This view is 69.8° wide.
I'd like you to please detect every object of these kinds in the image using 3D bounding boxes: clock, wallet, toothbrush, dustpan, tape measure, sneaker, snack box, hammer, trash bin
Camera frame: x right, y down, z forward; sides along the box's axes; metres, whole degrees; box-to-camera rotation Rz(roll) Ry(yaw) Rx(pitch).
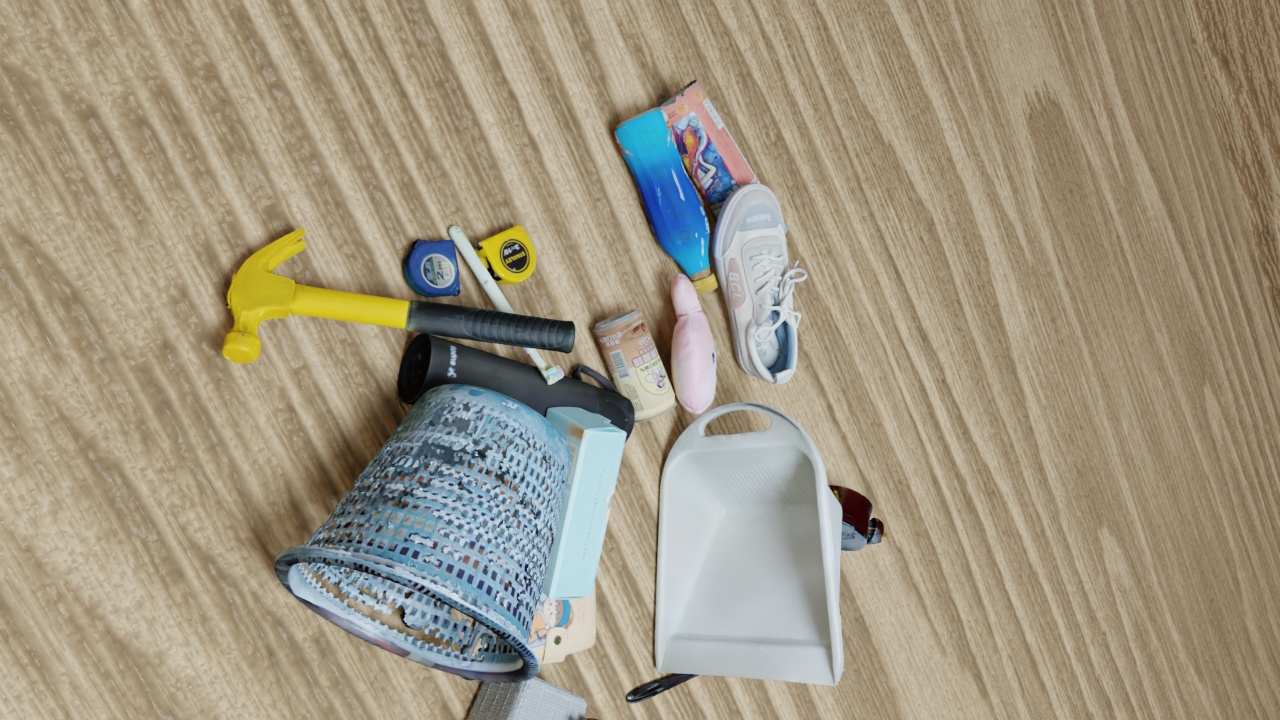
[{"bbox_3d":[0.263,0.209,1.180,0.122,0.082,0.055,40,55,-24],"label":"clock"},{"bbox_3d":[-0.092,0.263,0.929,0.115,0.024,0.087,2,81,-47],"label":"wallet"},{"bbox_3d":[0.057,0.355,1.043,0.180,0.018,0.015,-9,95,-36],"label":"toothbrush"},{"bbox_3d":[0.104,0.186,0.980,0.142,0.223,0.257,50,46,-35],"label":"dustpan"},{"bbox_3d":[-0.204,-0.089,0.896,0.054,0.025,0.058,-7,84,-36],"label":"tape measure"},{"bbox_3d":[0.144,-0.085,1.082,0.089,0.091,0.242,-13,109,-13],"label":"sneaker"},{"bbox_3d":[-0.069,0.137,0.892,0.051,0.074,0.175,7,100,-35],"label":"snack box"},{"bbox_3d":[-0.206,-0.041,0.819,0.300,0.033,0.128,8,60,-17],"label":"hammer"},{"bbox_3d":[-0.136,-0.058,0.911,0.189,0.020,0.029,55,29,8],"label":"toothbrush"},{"bbox_3d":[-0.159,0.138,0.785,0.226,0.227,0.194,41,52,-26],"label":"trash bin"},{"bbox_3d":[-0.138,-0.106,0.947,0.059,0.029,0.057,-33,102,-37],"label":"tape measure"}]

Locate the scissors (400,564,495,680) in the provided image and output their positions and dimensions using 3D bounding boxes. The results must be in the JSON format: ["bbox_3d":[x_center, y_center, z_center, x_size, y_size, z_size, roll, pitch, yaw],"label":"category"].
[{"bbox_3d":[-0.157,0.224,0.898,0.159,0.014,0.180,11,74,-39],"label":"scissors"}]

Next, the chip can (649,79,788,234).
[{"bbox_3d":[0.097,-0.232,1.120,0.071,0.071,0.215,-47,111,-32],"label":"chip can"}]

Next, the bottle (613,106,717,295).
[{"bbox_3d":[0.036,-0.181,1.070,0.065,0.065,0.219,-29,102,-37],"label":"bottle"}]

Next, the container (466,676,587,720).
[{"bbox_3d":[-0.116,0.359,0.862,0.090,0.090,0.114,35,61,-30],"label":"container"}]

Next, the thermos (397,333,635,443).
[{"bbox_3d":[-0.120,0.028,0.926,0.242,0.069,0.089,18,45,-37],"label":"thermos"}]

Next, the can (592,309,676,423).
[{"bbox_3d":[-0.006,0.006,1.014,0.058,0.059,0.116,-29,101,-37],"label":"can"}]

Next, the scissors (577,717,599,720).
[{"bbox_3d":[-0.039,0.420,0.891,0.188,0.015,0.227,-59,144,-47],"label":"scissors"}]

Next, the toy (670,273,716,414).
[{"bbox_3d":[0.058,-0.018,1.047,0.054,0.121,0.159,-7,77,4],"label":"toy"}]
